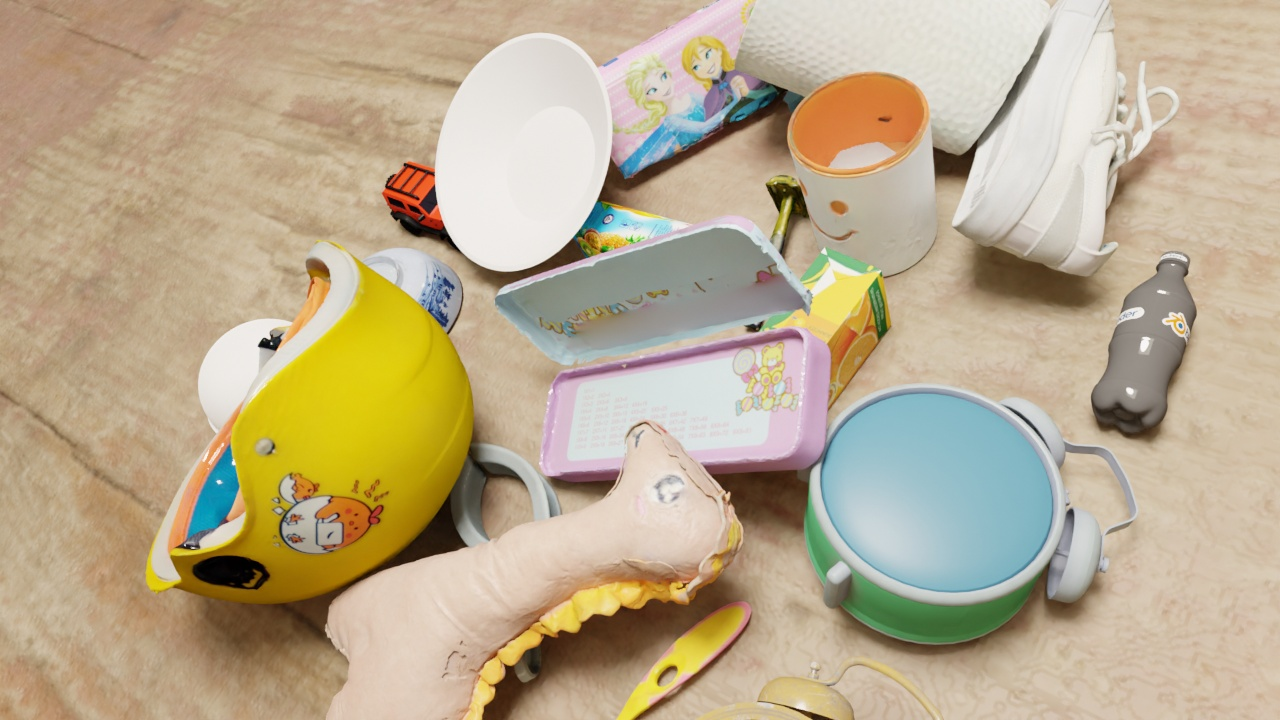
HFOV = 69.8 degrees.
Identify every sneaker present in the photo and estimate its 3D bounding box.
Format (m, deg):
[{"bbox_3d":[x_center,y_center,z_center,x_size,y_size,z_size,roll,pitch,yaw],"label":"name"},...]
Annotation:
[{"bbox_3d":[0.268,-0.144,0.570,0.091,0.090,0.241,29,56,1],"label":"sneaker"}]

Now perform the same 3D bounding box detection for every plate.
[{"bbox_3d":[-0.080,-0.151,0.685,0.174,0.036,0.174,-3,85,35],"label":"plate"}]

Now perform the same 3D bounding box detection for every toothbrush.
[{"bbox_3d":[0.009,0.178,0.500,0.135,0.016,0.021,-41,49,-7],"label":"toothbrush"}]

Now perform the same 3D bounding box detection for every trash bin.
[{"bbox_3d":[0.163,-0.217,0.599,0.161,0.133,0.133,28,69,3],"label":"trash bin"}]

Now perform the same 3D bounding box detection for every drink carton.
[{"bbox_3d":[0.011,-0.080,0.650,0.129,0.044,0.038,20,68,33],"label":"drink carton"},{"bbox_3d":[0.098,0.000,0.553,0.041,0.058,0.122,31,74,34],"label":"drink carton"}]

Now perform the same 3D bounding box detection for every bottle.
[{"bbox_3d":[0.279,-0.013,0.502,0.036,0.036,0.109,17,66,30],"label":"bottle"}]

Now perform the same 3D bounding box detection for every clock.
[{"bbox_3d":[0.076,0.209,0.410,0.117,0.081,0.158,31,83,46],"label":"clock"},{"bbox_3d":[0.167,0.076,0.472,0.161,0.075,0.121,-8,54,2],"label":"clock"}]

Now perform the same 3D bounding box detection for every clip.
[{"bbox_3d":[-0.064,0.107,0.569,0.090,0.027,0.162,-31,53,3],"label":"clip"}]

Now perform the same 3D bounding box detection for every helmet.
[{"bbox_3d":[-0.194,0.061,0.579,0.241,0.139,0.208,-49,26,27],"label":"helmet"}]

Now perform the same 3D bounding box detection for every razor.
[{"bbox_3d":[0.089,-0.069,0.622,0.026,0.042,0.105,11,73,25],"label":"razor"}]

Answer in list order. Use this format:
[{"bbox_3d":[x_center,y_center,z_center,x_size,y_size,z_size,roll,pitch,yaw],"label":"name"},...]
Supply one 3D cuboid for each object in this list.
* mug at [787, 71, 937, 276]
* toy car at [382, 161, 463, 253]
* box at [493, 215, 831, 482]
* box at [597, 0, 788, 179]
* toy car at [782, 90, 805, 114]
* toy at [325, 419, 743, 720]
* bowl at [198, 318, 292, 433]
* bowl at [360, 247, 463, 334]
[{"bbox_3d":[0.143,-0.115,0.579,0.082,0.105,0.082,-11,56,16],"label":"mug"},{"bbox_3d":[-0.166,-0.128,0.749,0.100,0.049,0.051,22,69,32],"label":"toy car"},{"bbox_3d":[0.007,-0.001,0.525,0.215,0.140,0.062,-10,10,46],"label":"box"},{"bbox_3d":[0.063,-0.239,0.721,0.230,0.084,0.090,-29,24,2],"label":"box"},{"bbox_3d":[0.158,-0.203,0.677,0.107,0.027,0.060,-39,70,-7],"label":"toy car"},{"bbox_3d":[-0.061,0.150,0.485,0.265,0.065,0.196,-20,68,20],"label":"toy"},{"bbox_3d":[-0.310,0.005,0.726,0.110,0.040,0.109,-11,55,16],"label":"bowl"},{"bbox_3d":[-0.200,-0.047,0.713,0.114,0.045,0.114,-11,55,16],"label":"bowl"}]
